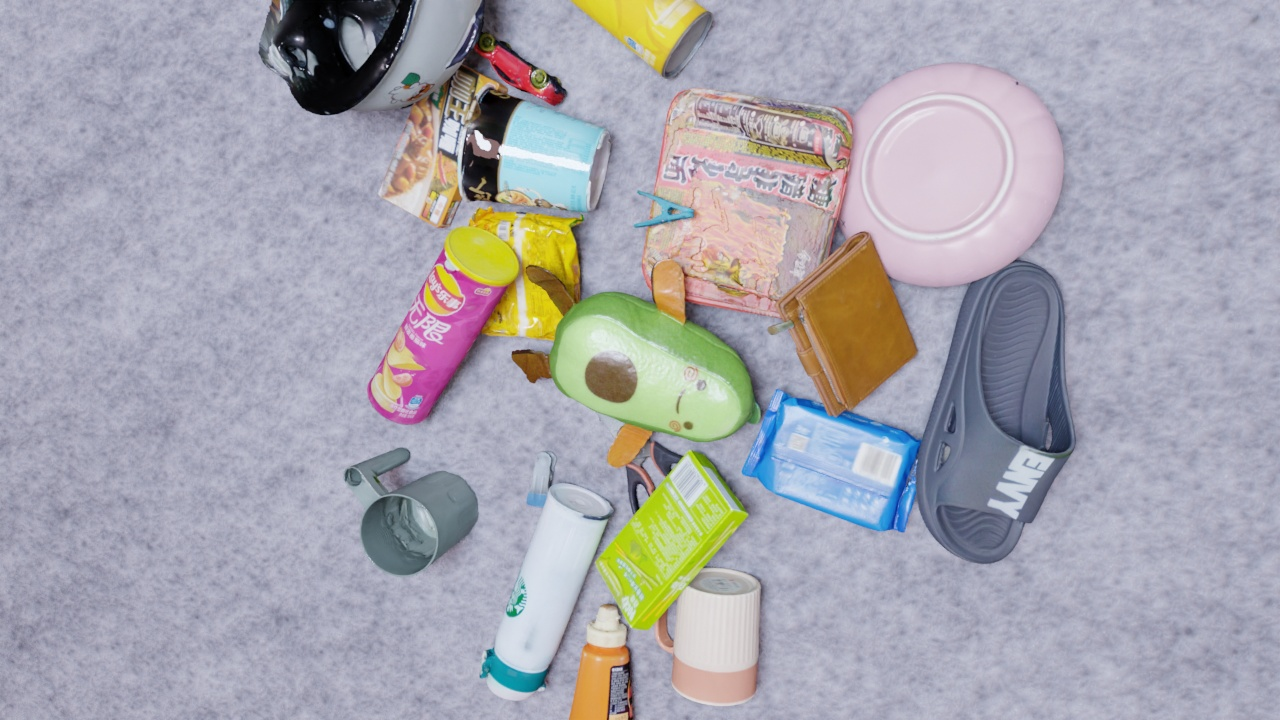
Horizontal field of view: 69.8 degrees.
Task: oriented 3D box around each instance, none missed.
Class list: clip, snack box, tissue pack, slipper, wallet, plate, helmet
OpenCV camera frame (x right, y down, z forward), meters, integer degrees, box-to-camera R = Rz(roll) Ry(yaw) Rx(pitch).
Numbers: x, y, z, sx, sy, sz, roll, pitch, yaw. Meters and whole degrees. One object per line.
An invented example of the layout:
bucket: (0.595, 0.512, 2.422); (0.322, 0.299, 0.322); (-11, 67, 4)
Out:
clip: (-0.100, 0.120, 0.937); (0.026, 0.042, 0.058); (10, 97, 14)
clip: (0.021, -0.129, 0.794); (0.054, 0.013, 0.033); (9, 98, 19)
snack box: (-0.196, -0.216, 0.907); (0.075, 0.026, 0.154); (28, 103, 8)
tissue pack: (0.180, 0.092, 0.845); (0.157, 0.052, 0.095); (19, 100, 10)
slipper: (0.309, 0.048, 0.777); (0.110, 0.083, 0.268); (7, 96, -10)
wallet: (0.177, -0.024, 0.790); (0.119, 0.035, 0.131); (-37, 119, -12)
plate: (0.251, -0.159, 0.774); (0.193, 0.039, 0.192); (0, 90, 26)
helmet: (-0.227, -0.341, 0.820); (0.231, 0.156, 0.274); (-30, 75, 33)
snack box: (0.026, 0.170, 0.868); (0.156, 0.026, 0.085); (-52, 44, 15)

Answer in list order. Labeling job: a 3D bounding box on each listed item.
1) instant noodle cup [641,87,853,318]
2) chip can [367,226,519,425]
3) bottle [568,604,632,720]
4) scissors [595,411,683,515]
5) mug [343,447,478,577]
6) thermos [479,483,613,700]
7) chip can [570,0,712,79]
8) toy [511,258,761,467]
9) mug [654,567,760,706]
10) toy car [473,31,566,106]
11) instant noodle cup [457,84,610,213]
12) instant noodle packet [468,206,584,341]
instant noodle cup: (0.095, -0.137, 0.818); (0.164, 0.079, 0.189); (13, 100, 13)
chip can: (-0.192, -0.028, 0.876); (0.071, 0.071, 0.211); (42, 125, 5)
bottle: (-0.037, 0.322, 0.931); (0.067, 0.066, 0.149); (5, 91, 13)
scissors: (0.011, 0.090, 0.906); (0.206, 0.015, 0.202); (12, 101, 13)
mug: (-0.232, 0.146, 0.928); (0.084, 0.103, 0.124); (-38, 87, 16)
thermos: (-0.100, 0.238, 0.927); (0.073, 0.073, 0.224); (23, 103, 10)
chip can: (-0.037, -0.347, 0.827); (0.213, 0.072, 0.072); (40, 105, 4)
toy: (-0.005, 0.005, 0.836); (0.247, 0.089, 0.227); (20, 126, 7)
mug: (0.062, 0.260, 0.891); (0.115, 0.081, 0.106); (9, 99, 42)
toy car: (-0.119, -0.277, 0.868); (0.106, 0.049, 0.031); (38, 103, 5)
instant noodle cup: (-0.094, -0.188, 0.850); (0.120, 0.111, 0.111); (14, 101, 5)
instant noodle packet: (-0.108, -0.084, 0.886); (0.111, 0.044, 0.128); (5, 114, 7)
